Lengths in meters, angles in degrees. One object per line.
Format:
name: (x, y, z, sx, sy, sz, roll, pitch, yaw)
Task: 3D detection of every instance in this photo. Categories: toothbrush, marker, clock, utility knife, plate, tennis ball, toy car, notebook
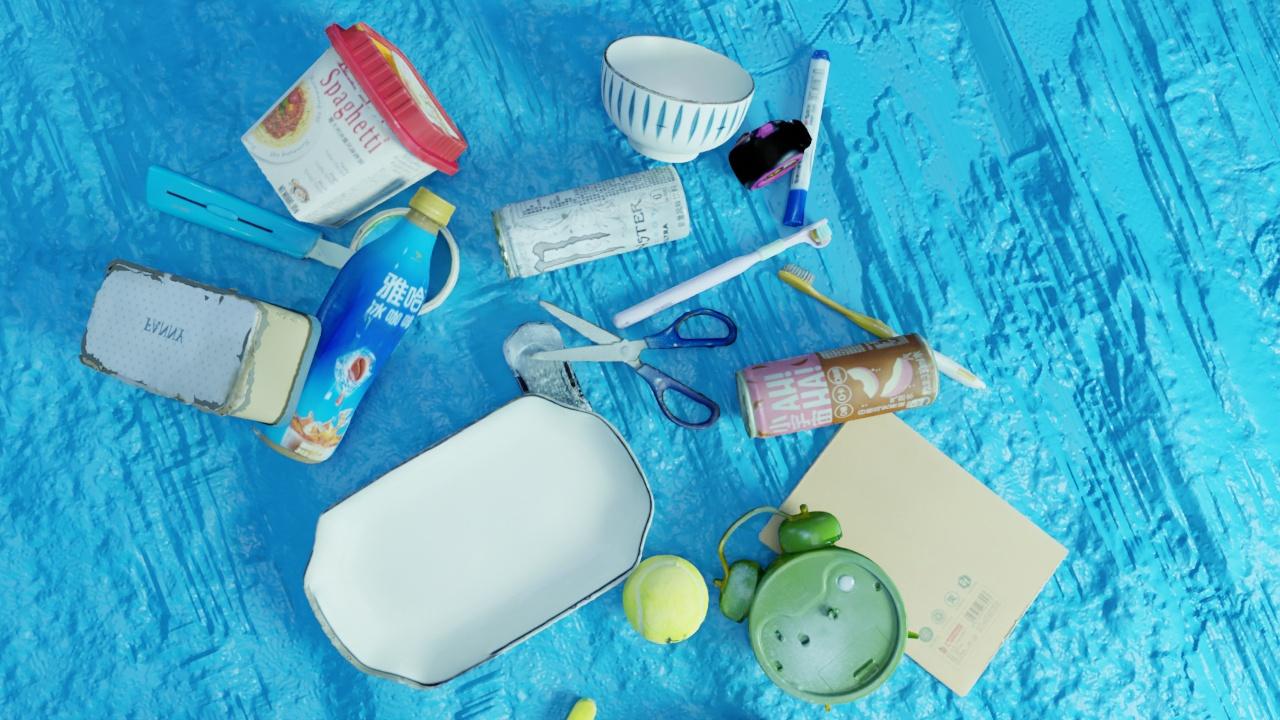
toothbrush: (0.065, -0.067, 0.735, 0.189, 0.029, 0.021, -24, 48, -2)
marker: (0.136, -0.181, 0.746, 0.017, 0.017, 0.145, 10, 86, -2)
toothbrush: (0.196, -0.028, 0.740, 0.191, 0.016, 0.018, 29, 77, 0)
marker: (-0.070, 0.316, 0.707, 0.018, 0.015, 0.124, 30, 88, 0)
clock: (0.127, 0.182, 0.696, 0.116, 0.056, 0.161, -41, 91, 2)
utility knife: (-0.298, -0.106, 0.714, 0.188, 0.018, 0.034, 20, 87, 2)
plate: (-0.120, 0.134, 0.692, 0.266, 0.034, 0.162, -31, 95, 2)
tennis ball: (0.019, 0.180, 0.693, 0.065, 0.065, 0.065, 0, 86, -3)
toy car: (-0.072, 0.018, 0.716, 0.049, 0.031, 0.105, -23, 87, -5)
notebook: (0.219, 0.147, 0.734, 0.207, 0.008, 0.147, 38, 86, 0)

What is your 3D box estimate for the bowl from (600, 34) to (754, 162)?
bowl: (0.023, -0.196, 0.706, 0.116, 0.116, 0.066, 13, 130, -2)

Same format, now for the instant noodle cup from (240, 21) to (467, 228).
instant noodle cup: (-0.215, -0.167, 0.686, 0.124, 0.116, 0.116, -36, 89, 7)

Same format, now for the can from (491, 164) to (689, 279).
can: (-0.038, -0.107, 0.712, 0.146, 0.058, 0.058, -15, 87, -4)

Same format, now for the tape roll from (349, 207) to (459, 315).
tape roll: (-0.187, -0.078, 0.725, 0.086, 0.014, 0.085, 0, 87, -3)

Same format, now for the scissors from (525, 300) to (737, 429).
scissors: (0.003, -0.009, 0.716, 0.160, 0.012, 0.163, -40, 100, -12)

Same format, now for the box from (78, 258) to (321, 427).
box: (-0.313, -0.013, 0.657, 0.184, 0.061, 0.089, 17, 87, 24)

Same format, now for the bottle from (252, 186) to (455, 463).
bottle: (-0.207, -0.029, 0.683, 0.065, 0.065, 0.219, 32, 92, -1)

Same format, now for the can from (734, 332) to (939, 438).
can: (0.150, 0.020, 0.709, 0.147, 0.058, 0.058, -12, 87, 1)

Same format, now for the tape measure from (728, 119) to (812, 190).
tape measure: (0.098, -0.164, 0.723, 0.057, 0.057, 0.039, -30, 86, -27)
